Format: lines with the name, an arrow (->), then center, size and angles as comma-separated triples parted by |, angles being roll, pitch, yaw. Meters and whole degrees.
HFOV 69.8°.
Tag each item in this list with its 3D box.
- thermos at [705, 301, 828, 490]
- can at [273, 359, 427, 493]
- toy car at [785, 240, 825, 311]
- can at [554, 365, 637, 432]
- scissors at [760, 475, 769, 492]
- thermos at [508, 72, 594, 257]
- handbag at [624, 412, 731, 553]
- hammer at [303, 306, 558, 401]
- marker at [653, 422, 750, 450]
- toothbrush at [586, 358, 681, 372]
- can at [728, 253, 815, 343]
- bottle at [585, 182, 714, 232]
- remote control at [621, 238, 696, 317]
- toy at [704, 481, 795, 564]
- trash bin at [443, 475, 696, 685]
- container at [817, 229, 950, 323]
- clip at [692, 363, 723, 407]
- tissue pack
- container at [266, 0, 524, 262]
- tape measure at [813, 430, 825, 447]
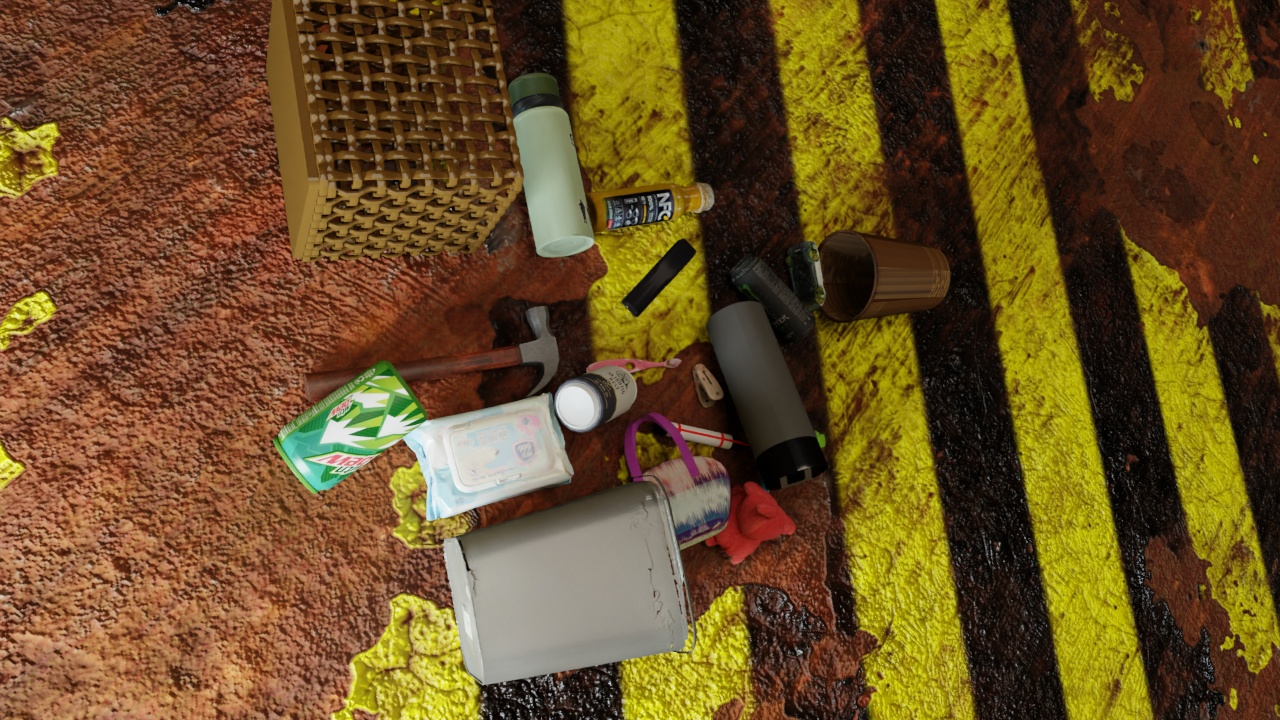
thermos -> 0.161, 0.046, 1.187 | 0.082, 0.082, 0.240 | -5, 62, -26
can -> -0.310, 0.071, 0.987 | 0.144, 0.083, 0.083 | -36, 93, -14
toy car -> 0.242, -0.120, 1.327 | 0.033, 0.048, 0.105 | 6, 72, -43
can -> -0.050, 0.043, 1.115 | 0.064, 0.064, 0.127 | 63, 25, 2
scissors -> 0.170, 0.129, 1.231 | 0.015, 0.066, 0.135 | 1, 90, -52
thermos -> -0.122, -0.253, 1.182 | 0.082, 0.082, 0.231 | -8, 80, -26
handbag -> 0.032, 0.145, 1.137 | 0.144, 0.068, 0.170 | -24, 71, 1
hammer -> -0.239, 0.009, 1.082 | 0.300, 0.028, 0.111 | -9, 79, -26
marker -> 0.086, 0.101, 1.211 | 0.145, 0.019, 0.019 | 14, 71, -21
toothbrush -> -0.007, 0.007, 1.195 | 0.134, 0.016, 0.021 | -5, 78, -26
can -> 0.186, -0.086, 1.287 | 0.137, 0.054, 0.053 | 46, 63, -7
bottle -> 0.013, -0.211, 1.241 | 0.185, 0.053, 0.053 | -13, 82, -27
remote control -> 0.027, -0.113, 1.243 | 0.032, 0.015, 0.136 | 45, 63, -8
toy -> 0.139, 0.210, 1.150 | 0.088, 0.133, 0.094 | 42, 72, 2
trash bin -> -0.086, 0.245, 1.004 | 0.219, 0.198, 0.197 | -9, 82, -20
container -> 0.355, -0.121, 1.339 | 0.167, 0.132, 0.132 | -2, 77, -31
clip -> 0.089, 0.032, 1.221 | 0.024, 0.039, 0.060 | -19, 90, -29
tissue pack -> -0.174, 0.110, 1.061 | 0.181, 0.070, 0.112 | -12, 80, -26
container -> -0.284, -0.267, 1.026 | 0.213, 0.220, 0.251 | -7, 79, -26
tape measure -> 0.215, 0.114, 1.243 | 0.058, 0.066, 0.036 | -7, 93, -17
